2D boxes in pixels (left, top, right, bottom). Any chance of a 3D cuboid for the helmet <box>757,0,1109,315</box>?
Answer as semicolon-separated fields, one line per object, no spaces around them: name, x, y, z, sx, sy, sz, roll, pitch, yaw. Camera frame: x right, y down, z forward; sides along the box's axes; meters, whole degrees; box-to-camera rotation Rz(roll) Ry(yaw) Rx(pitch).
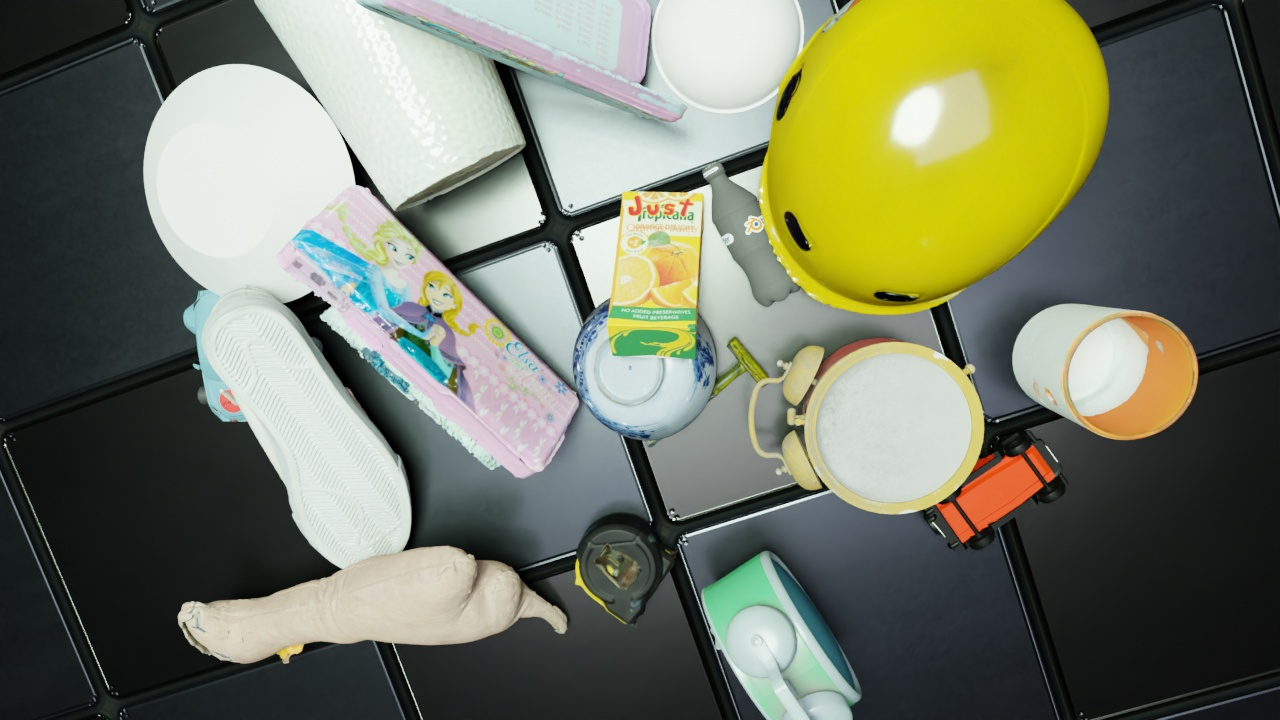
helmet;0.190;-0.144;0.586;0.209;0.139;0.240;33;89;0

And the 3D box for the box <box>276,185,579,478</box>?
box;-0.158;-0.008;0.663;0.230;0.084;0.091;45;133;-17

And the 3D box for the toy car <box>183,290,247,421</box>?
toy car;-0.323;-0.003;0.715;0.060;0.027;0.108;-5;97;5

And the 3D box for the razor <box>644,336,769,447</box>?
razor;0.044;0.031;0.694;0.106;0.026;0.042;-40;95;12

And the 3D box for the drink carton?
drink carton;0.013;-0.064;0.644;0.058;0.041;0.122;2;59;5

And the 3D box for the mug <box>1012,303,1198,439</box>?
mug;0.311;0.004;0.626;0.082;0.105;0.082;1;98;4

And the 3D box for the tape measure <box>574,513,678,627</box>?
tape measure;-0.015;0.156;0.705;0.072;0.042;0.071;33;102;2

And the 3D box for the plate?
plate;-0.292;-0.122;0.657;0.174;0.036;0.174;3;104;12

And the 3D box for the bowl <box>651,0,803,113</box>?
bowl;0.061;-0.234;0.647;0.110;0.040;0.110;1;97;4

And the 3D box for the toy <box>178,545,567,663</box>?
toy;-0.210;0.204;0.710;0.265;0.065;0.196;-23;136;23

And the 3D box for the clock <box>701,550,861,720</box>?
clock;0.096;0.208;0.641;0.075;0.161;0.122;-35;94;6

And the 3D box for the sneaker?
sneaker;-0.245;0.049;0.692;0.089;0.091;0.242;-27;119;-12

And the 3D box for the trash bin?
trash bin;-0.162;-0.198;0.631;0.133;0.133;0.161;-26;100;7

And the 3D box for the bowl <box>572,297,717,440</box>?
bowl;-0.004;0.004;0.669;0.114;0.045;0.114;1;94;17

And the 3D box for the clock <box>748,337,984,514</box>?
clock;0.157;0.041;0.656;0.159;0.081;0.117;0;98;6

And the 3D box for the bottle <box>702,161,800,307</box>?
bottle;0.078;-0.093;0.667;0.036;0.036;0.110;-29;94;7

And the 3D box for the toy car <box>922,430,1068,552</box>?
toy car;0.255;0.095;0.671;0.100;0.048;0.051;-37;93;8

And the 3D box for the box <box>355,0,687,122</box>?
box;-0.076;-0.215;0.581;0.214;0.140;0.062;12;136;-35
